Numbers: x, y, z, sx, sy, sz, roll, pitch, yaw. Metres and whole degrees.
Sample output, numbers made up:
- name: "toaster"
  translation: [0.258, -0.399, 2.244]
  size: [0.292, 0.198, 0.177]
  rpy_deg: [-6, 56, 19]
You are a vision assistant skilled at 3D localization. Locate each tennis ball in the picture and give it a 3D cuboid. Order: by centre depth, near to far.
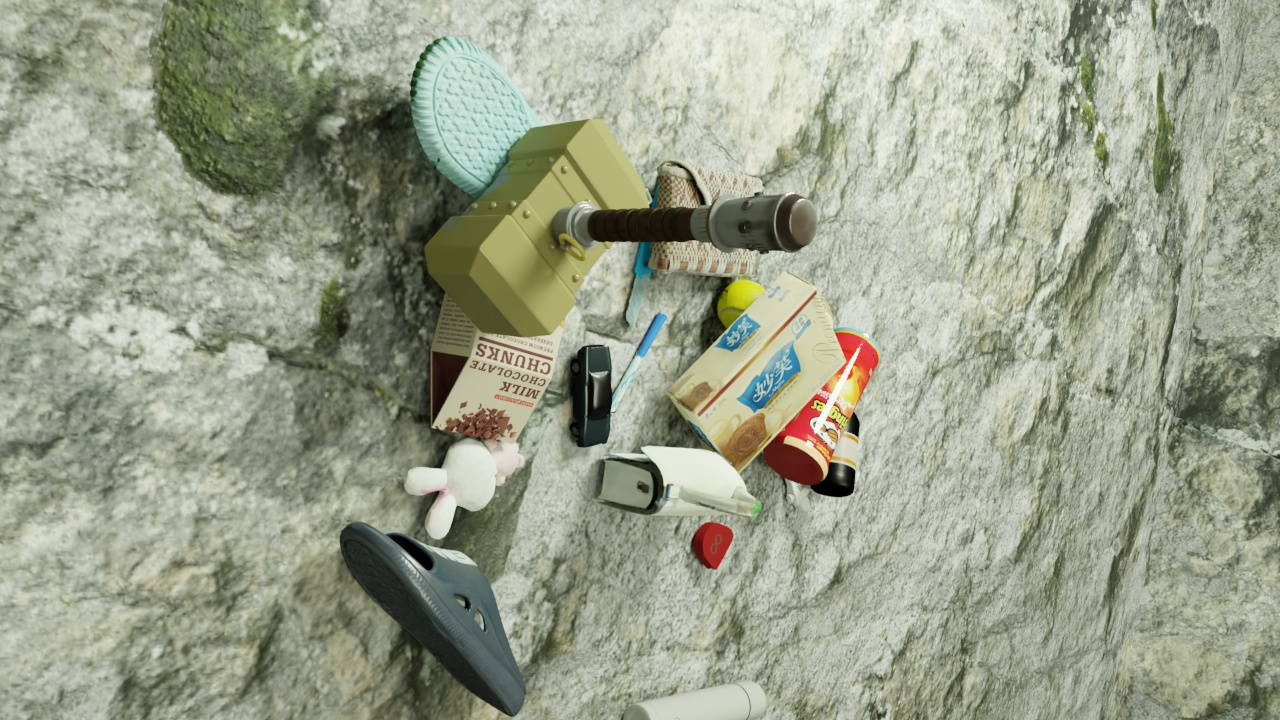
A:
- name: "tennis ball"
  translation: [0.127, -0.065, 1.120]
  size: [0.065, 0.065, 0.065]
  rpy_deg: [-8, 101, -43]

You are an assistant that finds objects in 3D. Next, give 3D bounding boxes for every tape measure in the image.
- name: "tape measure"
  translation: [0.091, 0.227, 1.161]
  size: [0.051, 0.019, 0.058]
  rpy_deg: [56, 52, -31]

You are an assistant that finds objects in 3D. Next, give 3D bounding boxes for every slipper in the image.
- name: "slipper"
  translation: [-0.170, 0.229, 0.854]
  size: [0.083, 0.111, 0.268]
  rpy_deg: [-50, 130, -30]
- name: "slipper"
  translation: [-0.131, -0.194, 0.859]
  size: [0.276, 0.070, 0.116]
  rpy_deg: [31, 75, -57]

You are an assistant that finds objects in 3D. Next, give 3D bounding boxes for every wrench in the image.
- name: "wrench"
  translation: [0.176, 0.119, 1.228]
  size: [0.273, 0.018, 0.066]
  rpy_deg: [47, 64, -36]

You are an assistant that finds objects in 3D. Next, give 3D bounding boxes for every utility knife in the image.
- name: "utility knife"
  translation: [0.015, -0.137, 1.040]
  size: [0.031, 0.015, 0.206]
  rpy_deg: [20, 84, -39]

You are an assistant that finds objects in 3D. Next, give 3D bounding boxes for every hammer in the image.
- name: "hammer"
  translation: [-0.004, -0.105, 0.710]
  size: [0.189, 0.325, 0.101]
  rpy_deg: [-55, 128, -23]

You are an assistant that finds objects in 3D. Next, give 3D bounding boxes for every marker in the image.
- name: "marker"
  translation: [-0.006, 0.006, 1.041]
  size: [0.013, 0.013, 0.141]
  rpy_deg: [44, 66, -38]

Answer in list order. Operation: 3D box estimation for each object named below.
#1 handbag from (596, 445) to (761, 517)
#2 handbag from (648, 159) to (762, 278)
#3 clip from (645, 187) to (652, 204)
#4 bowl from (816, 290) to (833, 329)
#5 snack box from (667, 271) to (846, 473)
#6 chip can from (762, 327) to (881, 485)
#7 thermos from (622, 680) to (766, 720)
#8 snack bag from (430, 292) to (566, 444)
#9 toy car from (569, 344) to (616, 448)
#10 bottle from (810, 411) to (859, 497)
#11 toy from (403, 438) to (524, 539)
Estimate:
- name: "handbag"
  translation: [0.060, 0.137, 1.009]
  size: [0.151, 0.176, 0.074]
  rpy_deg: [10, 88, -43]
- name: "handbag"
  translation: [0.083, -0.160, 1.067]
  size: [0.185, 0.047, 0.124]
  rpy_deg: [-3, 101, -50]
- name: "clip"
  translation: [-0.020, -0.160, 0.993]
  size: [0.075, 0.043, 0.023]
  rpy_deg: [-44, 122, -30]
- name: "bowl"
  translation: [0.218, -0.046, 1.212]
  size: [0.112, 0.061, 0.112]
  rpy_deg: [-8, 101, -43]
- name: "snack box"
  translation: [0.144, 0.019, 1.099]
  size: [0.207, 0.055, 0.153]
  rpy_deg: [-45, 138, -9]
- name: "chip can"
  translation: [0.246, 0.058, 1.223]
  size: [0.212, 0.087, 0.087]
  rpy_deg: [-55, 129, -31]
- name: "thermos"
  translation: [0.075, 0.442, 1.153]
  size: [0.223, 0.052, 0.052]
  rpy_deg: [9, 90, -44]
- name: "snack bag"
  translation: [-0.134, -0.029, 0.873]
  size: [0.094, 0.070, 0.206]
  rpy_deg: [17, 84, -43]
- name: "toy car"
  translation: [-0.050, 0.039, 0.988]
  size: [0.046, 0.034, 0.112]
  rpy_deg: [-6, 100, -43]
- name: "bottle"
  translation: [0.276, 0.096, 1.283]
  size: [0.059, 0.059, 0.181]
  rpy_deg: [34, 57, -41]
- name: "toy"
  translation: [-0.168, 0.113, 0.885]
  size: [0.125, 0.037, 0.076]
  rpy_deg: [-32, 113, -39]
